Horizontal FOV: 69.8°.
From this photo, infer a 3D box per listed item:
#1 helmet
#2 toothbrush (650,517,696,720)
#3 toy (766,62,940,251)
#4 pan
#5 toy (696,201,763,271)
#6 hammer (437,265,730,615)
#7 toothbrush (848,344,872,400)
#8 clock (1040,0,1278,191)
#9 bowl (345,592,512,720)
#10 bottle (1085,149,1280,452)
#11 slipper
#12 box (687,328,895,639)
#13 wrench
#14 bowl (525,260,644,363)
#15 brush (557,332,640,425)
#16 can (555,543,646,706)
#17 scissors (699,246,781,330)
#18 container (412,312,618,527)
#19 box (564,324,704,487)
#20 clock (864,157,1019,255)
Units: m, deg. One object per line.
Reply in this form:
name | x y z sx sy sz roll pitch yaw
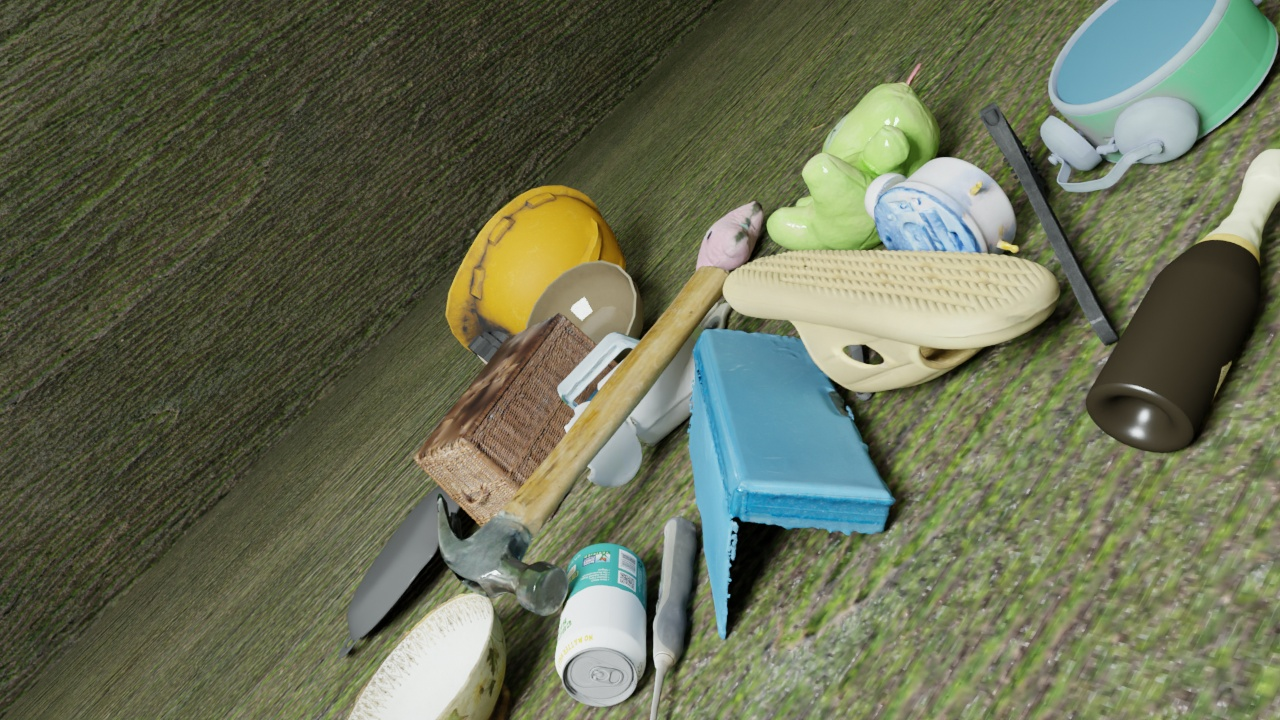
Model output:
helmet | -0.108 -0.090 1.160 0.255 0.205 0.131 -51 45 -8
toothbrush | 0.017 0.162 0.561 0.024 0.022 0.185 -6 29 12
toy | 0.201 -0.168 0.814 0.196 0.107 0.150 -42 -7 -29
pan | -0.217 0.152 0.980 0.353 0.024 0.217 -57 13 -26
toy | 0.092 -0.124 1.001 0.096 0.053 0.098 -43 10 40
hammer | -0.026 0.037 0.683 0.132 0.033 0.329 7 46 40
toothbrush | 0.161 -0.017 0.686 0.013 0.013 0.167 -34 18 24
clock | 0.333 -0.178 0.607 0.161 0.075 0.122 -58 21 -6
bowl | -0.136 0.238 0.635 0.145 0.063 0.145 -38 18 14
bottle | 0.276 -0.038 0.442 0.184 0.045 0.045 -50 20 -21
slipper | 0.156 -0.026 0.606 0.111 0.079 0.262 -25 22 -26
box | 0.085 0.072 0.612 0.231 0.094 0.112 -97 11 -66
wrench | 0.260 -0.096 0.590 0.018 0.073 0.272 -32 27 28
bowl | -0.057 -0.035 1.048 0.153 0.050 0.152 -16 58 27
brush | -0.005 0.005 0.850 0.136 0.075 0.055 -46 27 3
can | -0.023 0.165 0.583 0.055 0.055 0.101 -37 19 16
scissors | 0.084 -0.051 0.912 0.165 0.012 0.150 -35 21 21
container | -0.112 0.061 0.906 0.114 0.113 0.197 -20 29 48
box | 0.005 0.032 0.761 0.147 0.084 0.136 -42 9 5
clock | 0.204 -0.095 0.648 0.052 0.089 0.125 -41 20 -14
